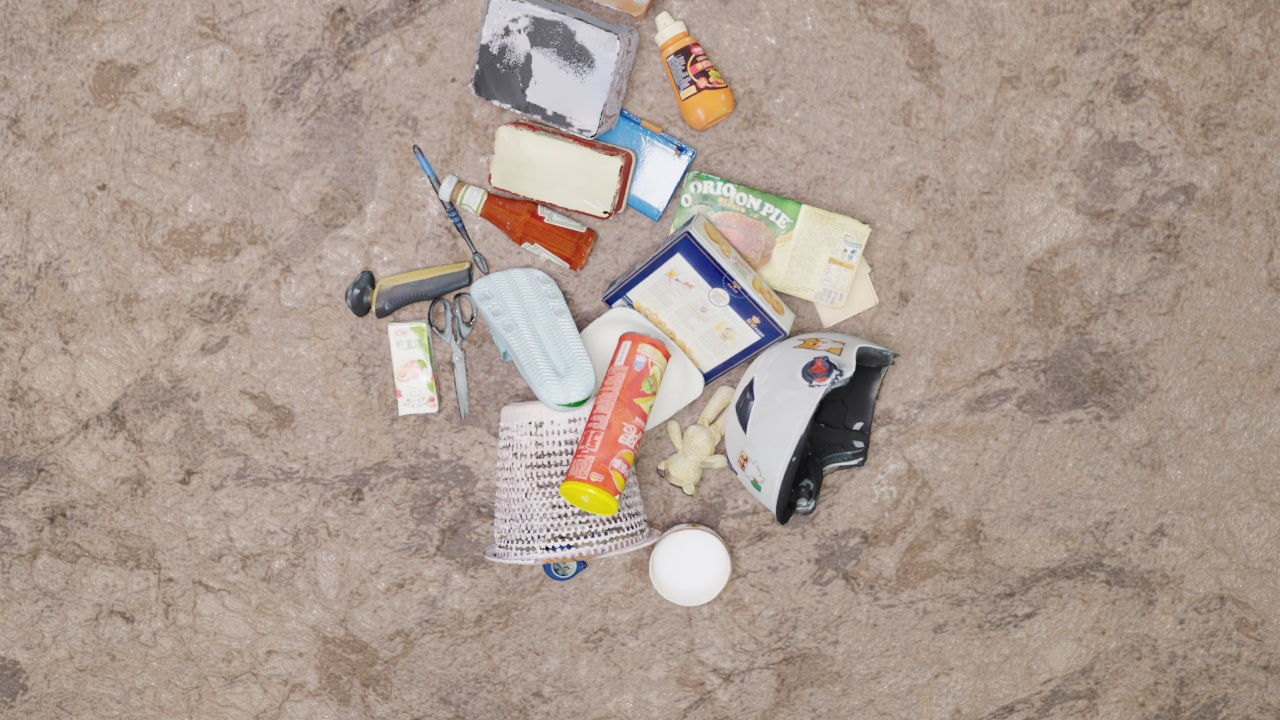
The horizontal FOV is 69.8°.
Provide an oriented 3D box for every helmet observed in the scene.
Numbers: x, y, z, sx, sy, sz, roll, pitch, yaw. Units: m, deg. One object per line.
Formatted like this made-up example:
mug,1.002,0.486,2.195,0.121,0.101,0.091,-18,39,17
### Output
helmet,0.193,0.064,1.149,0.157,0.273,0.230,31,136,30

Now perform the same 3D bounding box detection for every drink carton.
drink carton,-0.299,0.007,1.216,0.053,0.045,0.122,-6,102,-5

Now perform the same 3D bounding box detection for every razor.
razor,-0.299,-0.099,1.197,0.167,0.062,0.067,-14,70,-3

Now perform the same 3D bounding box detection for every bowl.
bowl,0.068,0.274,1.266,0.113,0.062,0.113,0,101,0

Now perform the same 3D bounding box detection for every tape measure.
tape measure,-0.110,0.279,1.283,0.054,0.025,0.058,-34,102,7

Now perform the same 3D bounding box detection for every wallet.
wallet,0.261,-0.111,1.212,0.087,0.024,0.115,-25,99,3
wallet,-0.009,-0.254,1.170,0.133,0.040,0.106,29,100,2

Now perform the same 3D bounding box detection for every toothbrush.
toothbrush,-0.246,-0.195,1.192,0.014,0.016,0.189,-29,99,-3

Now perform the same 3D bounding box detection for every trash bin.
trash bin,-0.096,0.145,1.175,0.227,0.227,0.192,-6,89,0

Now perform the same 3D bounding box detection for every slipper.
slipper,-0.129,-0.026,1.153,0.104,0.074,0.245,-23,57,-17

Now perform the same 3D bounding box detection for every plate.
plate,-0.007,0.007,1.198,0.164,0.034,0.164,45,131,-10

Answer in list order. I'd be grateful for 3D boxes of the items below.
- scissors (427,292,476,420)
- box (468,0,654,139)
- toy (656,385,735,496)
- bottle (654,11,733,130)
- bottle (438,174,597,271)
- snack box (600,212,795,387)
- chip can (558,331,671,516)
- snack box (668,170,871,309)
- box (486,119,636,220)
scissors,-0.235,-0.007,1.226,0.135,0.014,0.175,-48,126,-16
box,-0.082,-0.413,1.091,0.179,0.126,0.273,22,95,7
toy,0.087,0.105,1.238,0.105,0.066,0.157,37,95,25
bottle,0.059,-0.364,1.142,0.067,0.066,0.149,-28,93,4
bottle,-0.158,-0.180,1.175,0.206,0.059,0.060,24,100,-5
snack box,0.070,-0.066,1.156,0.178,0.045,0.183,45,133,-11
chip can,-0.028,0.071,1.084,0.073,0.073,0.216,22,63,-5
snack box,0.159,-0.153,1.168,0.240,0.063,0.114,17,100,3
box,-0.099,-0.237,1.131,0.168,0.079,0.091,17,112,8
